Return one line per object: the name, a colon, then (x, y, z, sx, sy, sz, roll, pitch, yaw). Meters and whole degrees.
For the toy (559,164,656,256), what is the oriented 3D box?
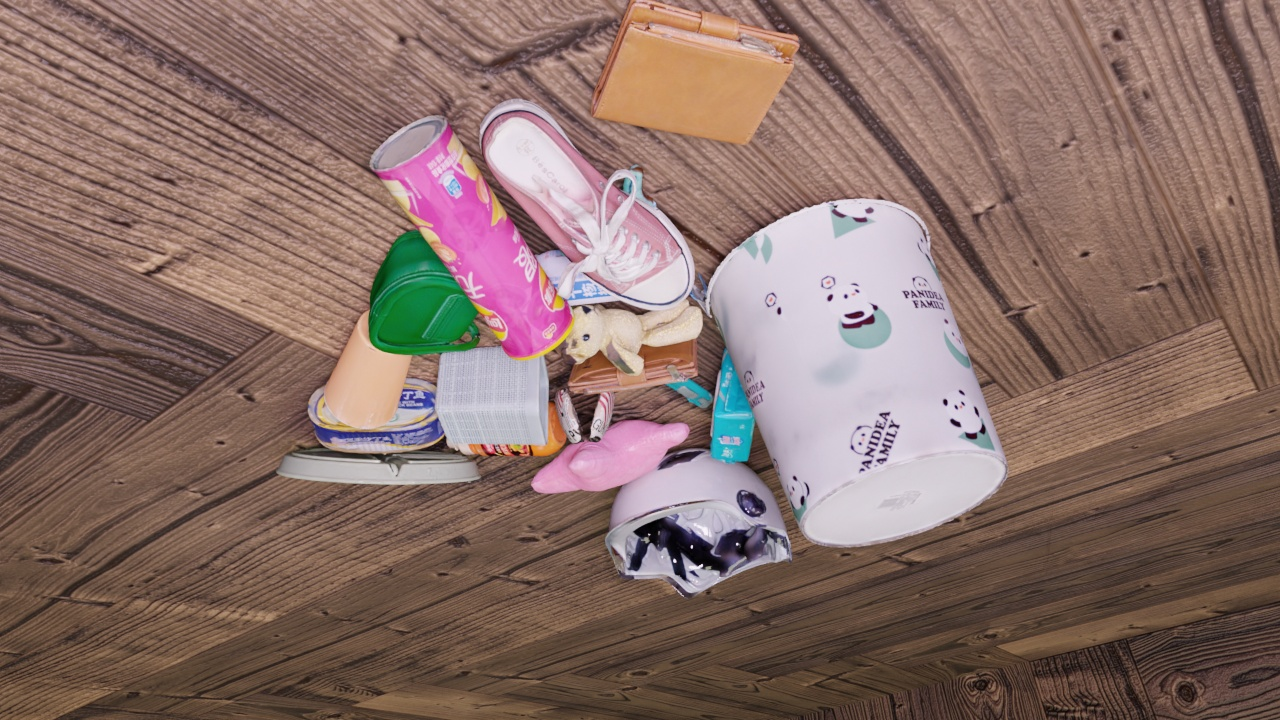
toy: (-0.027, -0.131, 0.808, 0.092, 0.030, 0.097, -4, 140, -11)

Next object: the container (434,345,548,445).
container: (-0.159, 0.039, 0.995, 0.111, 0.089, 0.090, -3, 147, -1)

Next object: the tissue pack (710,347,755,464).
tissue pack: (0.108, 0.050, 1.047, 0.050, 0.093, 0.134, 8, 148, 7)

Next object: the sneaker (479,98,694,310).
sneaker: (-0.037, -0.107, 0.747, 0.118, 0.087, 0.241, -36, 128, 17)

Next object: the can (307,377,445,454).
can: (-0.290, 0.060, 1.019, 0.148, 0.074, 0.049, -1, 145, -6)

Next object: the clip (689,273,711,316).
clip: (0.066, -0.064, 0.928, 0.038, 0.026, 0.058, -24, 144, 13)

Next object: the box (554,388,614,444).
box: (-0.050, 0.060, 1.019, 0.082, 0.075, 0.163, -14, 176, -6)

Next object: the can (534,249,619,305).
can: (-0.030, -0.082, 0.858, 0.134, 0.053, 0.053, -6, 147, 1)

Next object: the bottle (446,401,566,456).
bottle: (-0.165, 0.087, 1.099, 0.150, 0.066, 0.067, -9, 148, 18)

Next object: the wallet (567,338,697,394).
wallet: (-0.006, 0.006, 0.954, 0.131, 0.119, 0.035, -9, 107, 6)

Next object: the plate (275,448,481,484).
plate: (-0.300, 0.121, 1.065, 0.230, 0.027, 0.230, 3, 176, 0)

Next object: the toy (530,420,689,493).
toy: (-0.043, 0.122, 1.138, 0.194, 0.074, 0.179, -18, 172, -17)

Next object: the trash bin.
trash bin: (0.202, 0.020, 0.851, 0.229, 0.251, 0.230, -10, 148, -7)

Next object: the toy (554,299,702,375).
toy: (-0.013, -0.033, 0.905, 0.157, 0.105, 0.066, -10, 138, -27)

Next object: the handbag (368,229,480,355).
handbag: (-0.188, -0.056, 0.860, 0.120, 0.067, 0.132, 12, 143, -26)

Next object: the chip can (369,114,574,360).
chip can: (-0.133, -0.095, 0.756, 0.071, 0.071, 0.210, -18, 130, 17)

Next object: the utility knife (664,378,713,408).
utility knife: (0.040, 0.025, 1.073, 0.029, 0.013, 0.157, -27, 142, 27)

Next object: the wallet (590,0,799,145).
wallet: (0.039, -0.212, 0.687, 0.131, 0.031, 0.108, 5, 149, -18)

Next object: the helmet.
helmet: (0.072, 0.198, 1.226, 0.258, 0.145, 0.230, 31, 131, -34)

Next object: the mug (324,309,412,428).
mug: (-0.273, 0.005, 0.941, 0.078, 0.078, 0.123, 11, 138, -24)
